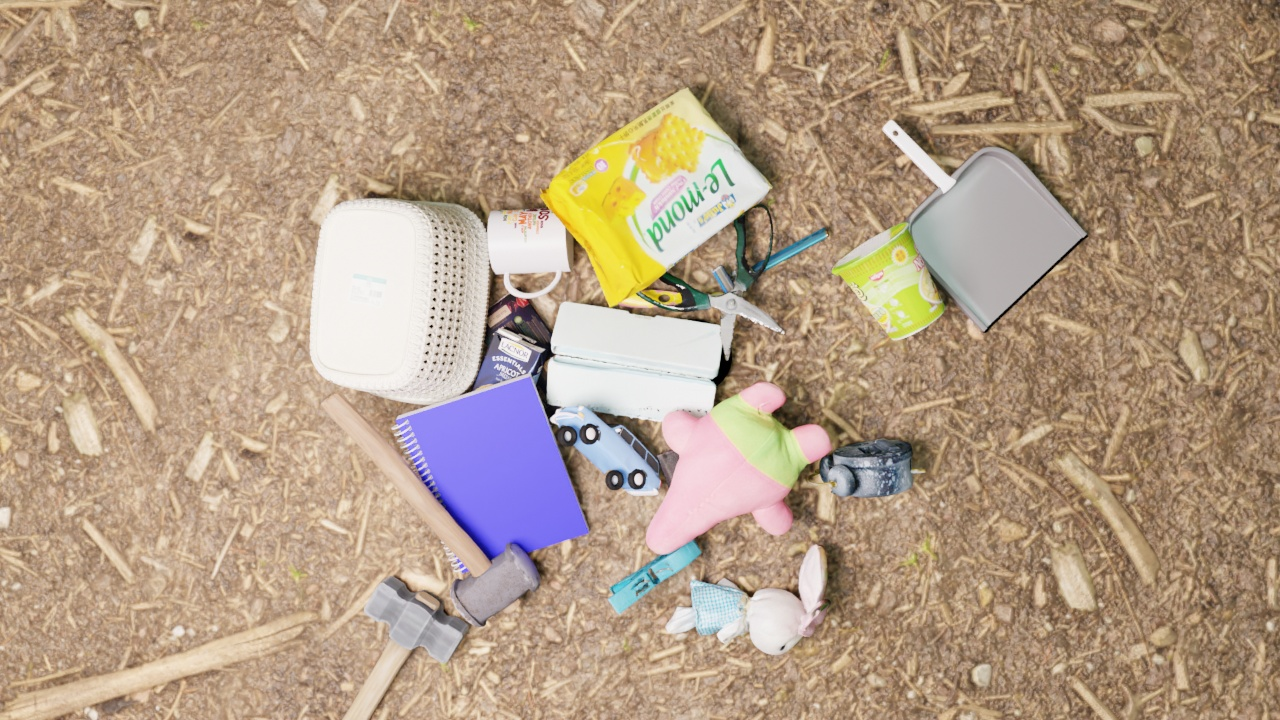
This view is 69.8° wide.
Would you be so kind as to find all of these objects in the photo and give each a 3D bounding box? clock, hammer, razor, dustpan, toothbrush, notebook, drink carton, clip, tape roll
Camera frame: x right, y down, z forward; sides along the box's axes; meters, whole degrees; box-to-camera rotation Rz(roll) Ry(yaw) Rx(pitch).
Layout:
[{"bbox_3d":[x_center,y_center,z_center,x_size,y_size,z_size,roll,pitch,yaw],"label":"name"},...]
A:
[{"bbox_3d":[0.253,0.124,1.050,0.129,0.090,0.052,-8,95,0],"label":"clock"},{"bbox_3d":[-0.244,0.165,1.047,0.098,0.052,0.328,-35,104,6],"label":"hammer"},{"bbox_3d":[0.158,-0.120,1.089,0.144,0.022,0.042,-27,69,-1],"label":"razor"},{"bbox_3d":[0.374,-0.181,1.068,0.163,0.033,0.257,-44,88,3],"label":"dustpan"},{"bbox_3d":[0.037,-0.075,1.097,0.135,0.016,0.021,-1,95,3],"label":"toothbrush"},{"bbox_3d":[-0.175,0.136,1.077,0.171,0.022,0.209,-18,108,2],"label":"notebook"},{"bbox_3d":[-0.159,0.030,1.081,0.064,0.040,0.130,25,106,5],"label":"drink carton"},{"bbox_3d":[0.017,0.249,1.064,0.126,0.113,0.028,-34,91,-10],"label":"clip"},{"bbox_3d":[0.062,-0.004,1.096,0.093,0.016,0.091,32,92,3],"label":"tape roll"},{"bbox_3d":[-0.336,0.422,1.109,0.117,0.051,0.323,32,95,3],"label":"hammer"}]

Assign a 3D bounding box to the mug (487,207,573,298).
[{"bbox_3d":[-0.127,-0.126,1.077,0.089,0.073,0.105,-2,90,3],"label":"mug"}]

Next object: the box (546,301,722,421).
[{"bbox_3d":[-0.007,0.005,1.074,0.197,0.075,0.126,9,110,4],"label":"box"}]

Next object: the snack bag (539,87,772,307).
[{"bbox_3d":[0.015,-0.187,1.042,0.246,0.068,0.159,-38,91,-19],"label":"snack bag"}]

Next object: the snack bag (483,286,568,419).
[{"bbox_3d":[-0.133,-0.006,1.106,0.074,0.018,0.155,-35,89,5],"label":"snack bag"}]

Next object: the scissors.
[{"bbox_3d":[0.096,-0.106,1.073,0.202,0.015,0.203,28,76,17],"label":"scissors"}]

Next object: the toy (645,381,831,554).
[{"bbox_3d":[0.095,0.132,1.035,0.192,0.096,0.237,45,98,1],"label":"toy"}]

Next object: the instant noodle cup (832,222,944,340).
[{"bbox_3d":[0.290,-0.087,1.048,0.099,0.099,0.108,-35,96,3],"label":"instant noodle cup"}]

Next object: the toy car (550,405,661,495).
[{"bbox_3d":[-0.036,0.101,1.060,0.153,0.056,0.054,46,58,-24],"label":"toy car"}]

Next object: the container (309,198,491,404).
[{"bbox_3d":[-0.278,-0.071,1.053,0.185,0.142,0.246,5,90,15],"label":"container"}]

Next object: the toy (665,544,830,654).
[{"bbox_3d":[0.127,0.302,1.060,0.206,0.130,0.106,-15,110,15],"label":"toy"}]

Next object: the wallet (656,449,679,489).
[{"bbox_3d":[0.091,0.138,1.091,0.120,0.031,0.099,-20,88,-2],"label":"wallet"}]
